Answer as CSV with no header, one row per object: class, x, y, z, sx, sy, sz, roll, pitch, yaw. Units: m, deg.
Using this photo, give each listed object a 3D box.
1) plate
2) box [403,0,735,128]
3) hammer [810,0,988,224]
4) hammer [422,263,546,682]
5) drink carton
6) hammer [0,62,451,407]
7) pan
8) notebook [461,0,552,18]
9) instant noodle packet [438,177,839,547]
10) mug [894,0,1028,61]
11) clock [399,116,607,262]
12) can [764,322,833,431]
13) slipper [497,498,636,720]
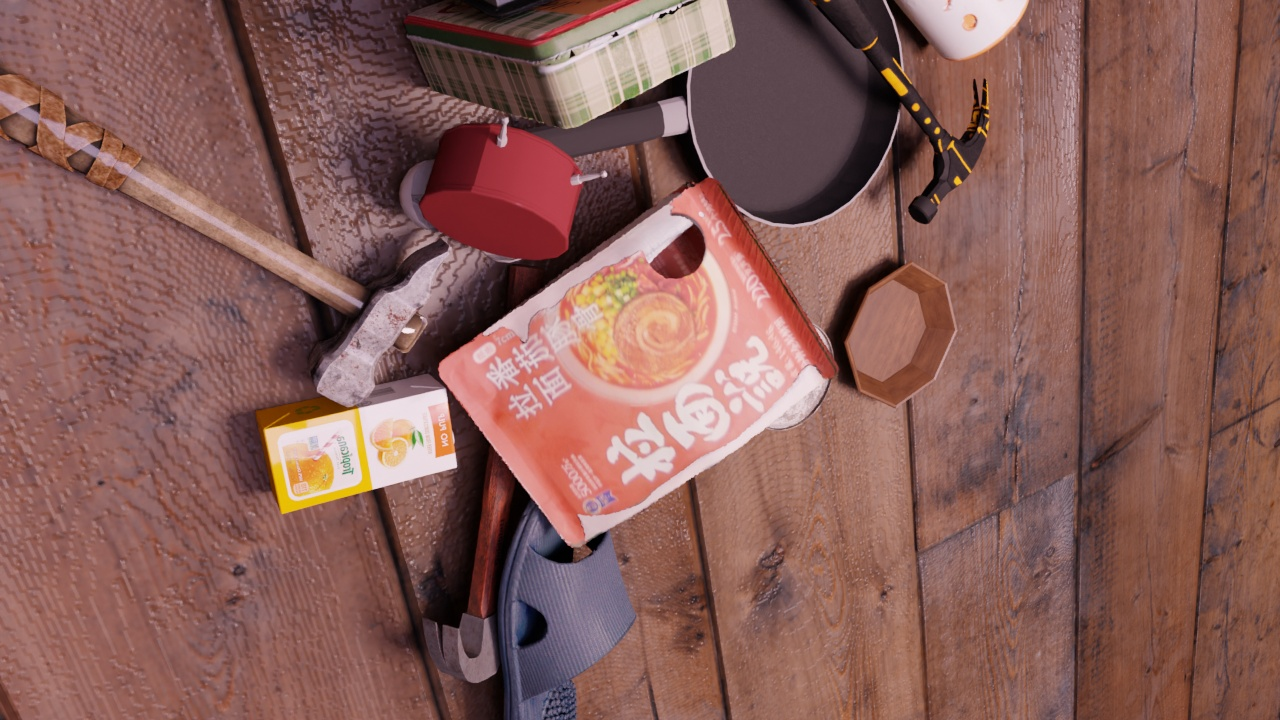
plate,0.230,-0.025,0.834,0.131,0.025,0.131,-9,108,-28
box,-0.049,-0.188,0.523,0.117,0.205,0.050,-32,125,-17
hammer,0.172,-0.242,0.687,0.320,0.036,0.123,38,82,-34
hammer,-0.100,0.081,0.656,0.111,0.028,0.301,-3,102,-69
drink carton,-0.184,0.052,0.611,0.122,0.040,0.058,-13,110,-26
hammer,-0.262,-0.092,0.522,0.318,0.049,0.121,33,93,-29
pan,0.049,-0.185,0.673,0.354,0.044,0.204,-18,112,-24
notebook,-0.020,-0.257,0.533,0.208,0.169,0.029,-30,130,-13
instant noodle packet,-0.004,0.004,0.629,0.221,0.084,0.164,-35,103,-3
mug,0.244,-0.304,0.729,0.105,0.082,0.082,33,87,-31
clock,-0.091,-0.100,0.568,0.096,0.138,0.048,23,72,-33
can,0.097,0.003,0.738,0.089,0.075,0.090,-10,109,-29
slipper,-0.051,0.211,0.688,0.101,0.083,0.264,-32,130,-61
